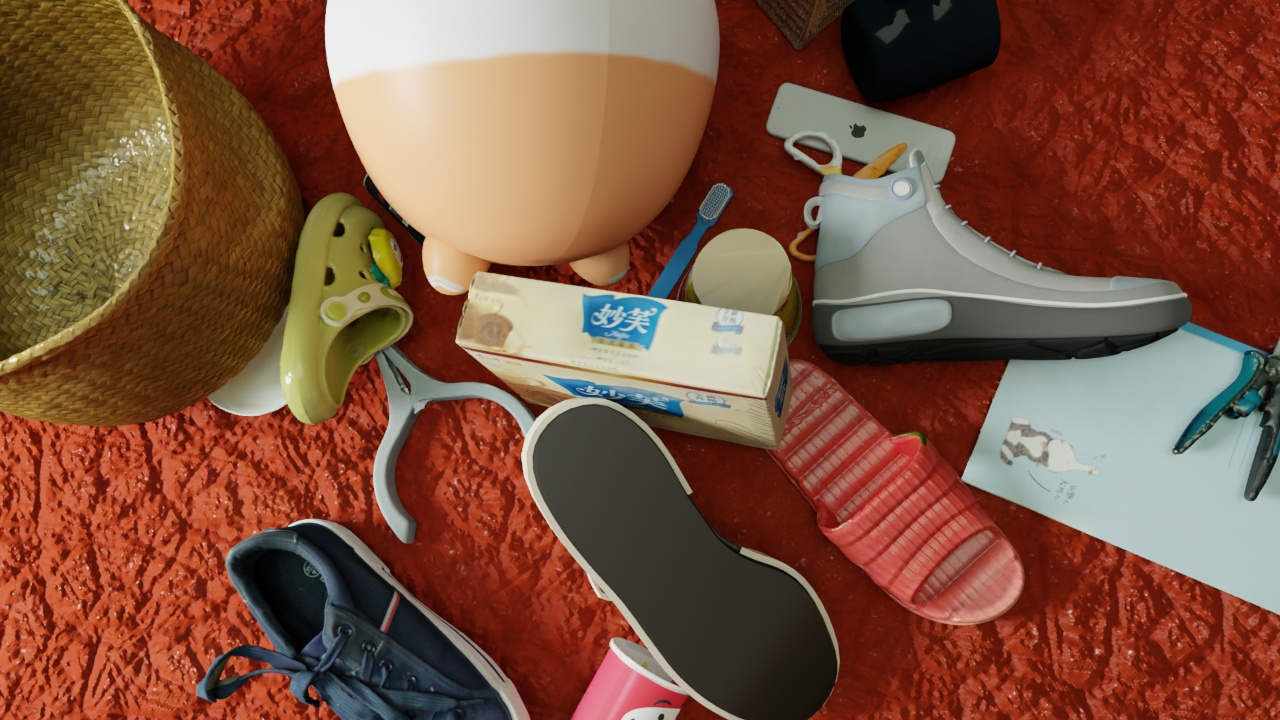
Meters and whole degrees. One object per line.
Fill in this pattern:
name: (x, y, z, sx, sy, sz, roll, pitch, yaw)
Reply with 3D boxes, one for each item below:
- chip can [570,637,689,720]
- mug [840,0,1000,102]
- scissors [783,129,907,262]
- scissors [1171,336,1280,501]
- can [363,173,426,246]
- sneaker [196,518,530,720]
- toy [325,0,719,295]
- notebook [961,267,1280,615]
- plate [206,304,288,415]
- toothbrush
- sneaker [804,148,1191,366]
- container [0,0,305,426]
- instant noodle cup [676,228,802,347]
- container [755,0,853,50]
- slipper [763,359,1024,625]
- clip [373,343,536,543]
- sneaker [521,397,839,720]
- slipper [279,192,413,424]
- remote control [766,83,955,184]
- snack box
chip can: (-0.044, 0.315, 0.657, 0.069, 0.069, 0.220, 29, 86, 8)
mug: (0.208, -0.258, 0.688, 0.094, 0.122, 0.085, -21, 65, 2)
scissors: (0.159, -0.134, 0.725, 0.125, 0.011, 0.131, -40, 88, 2)
scissors: (0.449, 0.035, 0.668, 0.151, 0.019, 0.119, -20, 81, 0)
can: (-0.188, -0.125, 0.748, 0.031, 0.031, 0.080, -45, 81, -2)
sneaker: (-0.191, 0.226, 0.635, 0.294, 0.127, 0.120, 42, 91, 16)
toy: (-0.081, -0.190, 0.642, 0.262, 0.266, 0.281, -6, 101, -28)
notebook: (0.392, 0.057, 0.685, 0.253, 0.009, 0.181, 23, 85, 7)
plate: (-0.309, -0.006, 0.745, 0.104, 0.026, 0.104, -1, 82, 4)
toothbrush: (0.025, -0.070, 0.732, 0.016, 0.014, 0.166, 32, 87, 8)
sneaker: (0.253, -0.080, 0.668, 0.257, 0.093, 0.160, -4, 80, 10)
container: (-0.413, -0.100, 0.668, 0.307, 0.196, 0.306, -3, 75, 10)
instant noodle cup: (0.073, -0.051, 0.675, 0.100, 0.112, 0.100, -1, 81, 6)
container: (0.117, -0.366, 0.715, 0.112, 0.114, 0.198, -37, 82, -6)
slipper: (0.176, 0.096, 0.674, 0.249, 0.059, 0.103, 44, 87, 10)
clip: (-0.137, 0.052, 0.723, 0.164, 0.031, 0.168, -8, 83, 2)
sneaker: (0.019, 0.148, 0.672, 0.294, 0.116, 0.111, 45, 79, -10)
slipper: (-0.216, -0.042, 0.691, 0.081, 0.092, 0.190, 1, 62, 3)
remote control: (0.176, -0.182, 0.737, 0.147, 0.008, 0.045, 19, 85, 7)
snack box: (-0.004, 0.004, 0.638, 0.207, 0.153, 0.055, 10, 75, 14)
